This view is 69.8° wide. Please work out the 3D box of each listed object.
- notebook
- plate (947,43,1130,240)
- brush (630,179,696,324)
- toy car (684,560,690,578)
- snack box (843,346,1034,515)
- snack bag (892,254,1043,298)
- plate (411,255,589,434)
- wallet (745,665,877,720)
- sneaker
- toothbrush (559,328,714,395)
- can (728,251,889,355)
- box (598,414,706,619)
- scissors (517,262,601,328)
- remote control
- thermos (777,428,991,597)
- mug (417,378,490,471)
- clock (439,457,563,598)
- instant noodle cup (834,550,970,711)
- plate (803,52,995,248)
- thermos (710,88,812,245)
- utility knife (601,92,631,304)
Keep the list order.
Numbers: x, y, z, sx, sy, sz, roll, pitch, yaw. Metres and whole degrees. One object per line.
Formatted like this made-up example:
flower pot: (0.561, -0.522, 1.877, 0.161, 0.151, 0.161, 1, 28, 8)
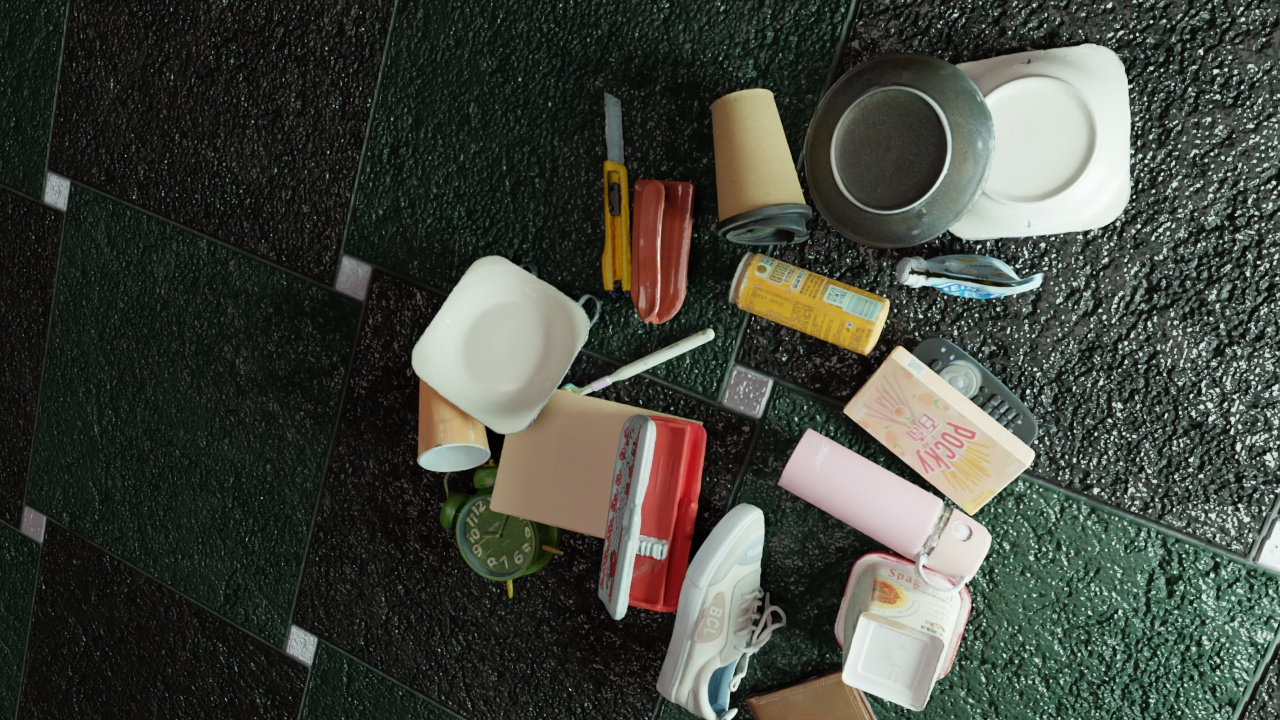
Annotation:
notebook: (-0.049, 0.114, 0.989, 0.208, 0.008, 0.148, 12, 91, 8)
plate: (0.344, -0.192, 0.814, 0.164, 0.034, 0.163, -4, 96, 21)
brush: (0.018, -0.109, 0.930, 0.063, 0.069, 0.146, 8, 100, 21)
toy car: (0.024, 0.222, 0.997, 0.048, 0.032, 0.105, -33, 84, 22)
snack box: (0.278, 0.066, 0.866, 0.157, 0.026, 0.085, 41, 131, 12)
snack bag: (0.274, -0.072, 0.773, 0.110, 0.190, 0.039, 15, 101, 18)
plate: (-0.148, -0.017, 0.991, 0.163, 0.034, 0.164, 33, 86, 16)
wallet: (0.184, 0.382, 0.961, 0.125, 0.032, 0.101, -27, 85, 22)
sneaker: (0.092, 0.267, 0.943, 0.091, 0.089, 0.242, 27, 111, 31)
toothbrush: (-0.006, 0.006, 0.984, 0.190, 0.029, 0.020, -23, 131, 21)
can: (0.163, -0.056, 0.889, 0.146, 0.058, 0.058, 22, 105, 17)
box: (0.006, 0.157, 0.925, 0.095, 0.100, 0.201, 9, 91, 9)
scissors: (-0.114, -0.027, 1.023, 0.181, 0.014, 0.159, -31, 86, 22)
remote control: (0.312, 0.031, 0.863, 0.136, 0.024, 0.053, 44, 116, 9)
thermos: (0.229, 0.148, 0.882, 0.198, 0.087, 0.067, 30, 151, 15)
mug: (-0.212, 0.054, 1.022, 0.078, 0.078, 0.122, -22, 61, 22)
clock: (-0.164, 0.181, 1.049, 0.116, 0.056, 0.161, -43, 82, 20)
instant noodle cup: (0.243, 0.259, 0.869, 0.116, 0.124, 0.117, 17, 104, 18)
plate: (0.230, -0.192, 0.841, 0.180, 0.024, 0.179, 5, 99, 33)
thermos: (0.110, -0.181, 0.880, 0.093, 0.093, 0.143, -11, 85, 22)
utility knife: (-0.028, -0.169, 0.968, 0.033, 0.015, 0.223, 0, 97, 18)
